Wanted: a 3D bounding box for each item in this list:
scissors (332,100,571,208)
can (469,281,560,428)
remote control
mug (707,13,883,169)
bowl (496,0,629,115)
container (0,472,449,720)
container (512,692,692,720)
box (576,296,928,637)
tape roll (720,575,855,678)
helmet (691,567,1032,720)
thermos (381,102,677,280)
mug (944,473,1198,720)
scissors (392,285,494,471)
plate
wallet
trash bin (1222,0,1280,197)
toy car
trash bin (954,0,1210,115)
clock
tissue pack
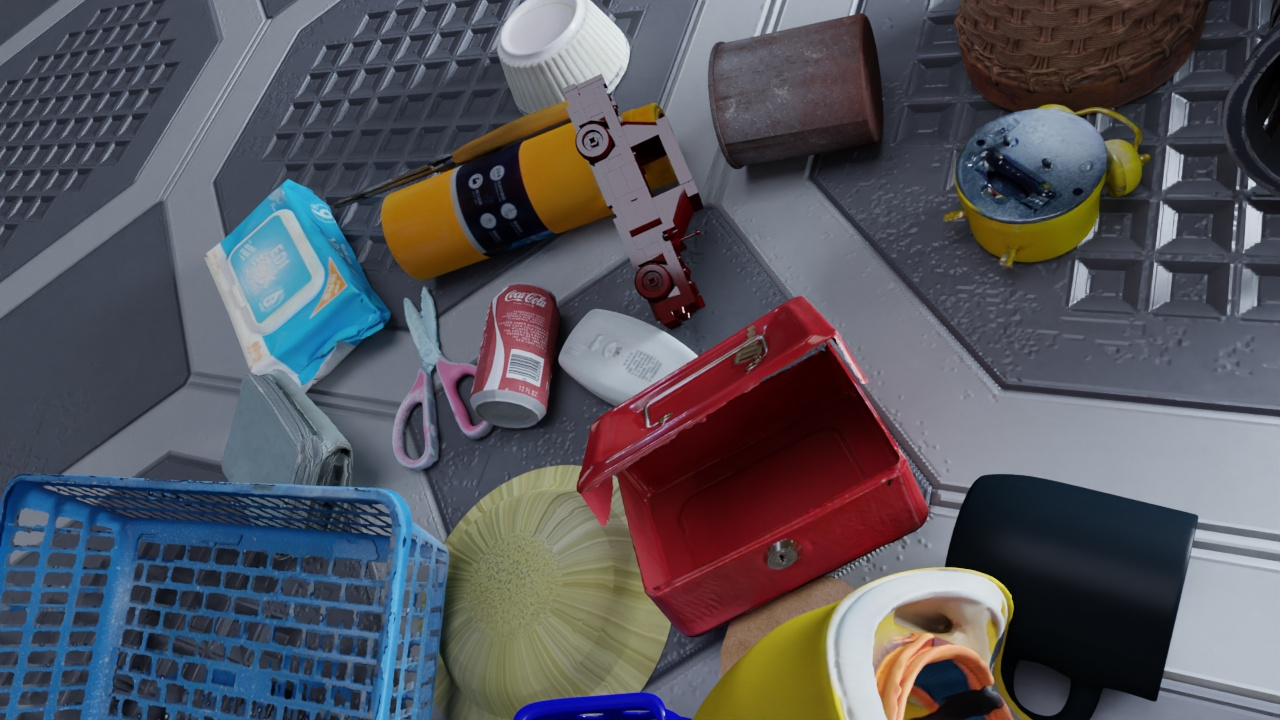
[{"bbox_3d":[-0.144,-0.167,0.754,0.229,0.016,0.114,-21,10,4],"label":"scissors"},{"bbox_3d":[-0.088,-0.004,0.658,0.054,0.054,0.096,-7,60,23],"label":"can"},{"bbox_3d":[-0.004,0.004,0.626,0.114,0.028,0.060,23,74,35],"label":"remote control"},{"bbox_3d":[0.115,-0.194,0.655,0.110,0.096,0.122,1,32,21],"label":"mug"},{"bbox_3d":[-0.074,-0.272,0.800,0.115,0.062,0.115,-12,58,20],"label":"bowl"},{"bbox_3d":[-0.280,0.207,0.582,0.363,0.089,0.257,-1,77,26],"label":"container"},{"bbox_3d":[-0.001,0.217,0.447,0.085,0.113,0.085,-13,57,22],"label":"container"},{"bbox_3d":[0.061,0.057,0.516,0.157,0.126,0.137,-31,16,10],"label":"box"},{"bbox_3d":[0.091,0.163,0.487,0.094,0.027,0.093,-12,58,20],"label":"tape roll"},{"bbox_3d":[0.097,0.213,0.360,0.140,0.208,0.240,-27,87,34],"label":"helmet"},{"bbox_3d":[-0.085,-0.139,0.720,0.233,0.076,0.091,-17,61,18],"label":"thermos"},{"bbox_3d":[0.197,0.119,0.435,0.095,0.085,0.121,13,98,32],"label":"mug"},{"bbox_3d":[-0.174,0.010,0.719,0.101,0.016,0.178,-37,53,4],"label":"scissors"},{"bbox_3d":[-0.071,0.145,0.573,0.185,0.036,0.184,-12,58,20],"label":"plate"},{"bbox_3d":[-0.269,0.075,0.691,0.132,0.054,0.100,35,108,37],"label":"wallet"},{"bbox_3d":[0.406,-0.213,0.469,0.164,0.164,0.227,8,63,30],"label":"trash bin"},{"bbox_3d":[0.007,-0.110,0.622,0.062,0.070,0.170,-23,86,7],"label":"toy car"},{"bbox_3d":[0.256,-0.271,0.542,0.151,0.210,0.151,-13,57,20],"label":"trash bin"},{"bbox_3d":[0.245,-0.112,0.551,0.119,0.057,0.083,-39,52,1],"label":"clock"},{"bbox_3d":[-0.297,-0.062,0.791,0.117,0.066,0.209,-40,54,2],"label":"tissue pack"}]
